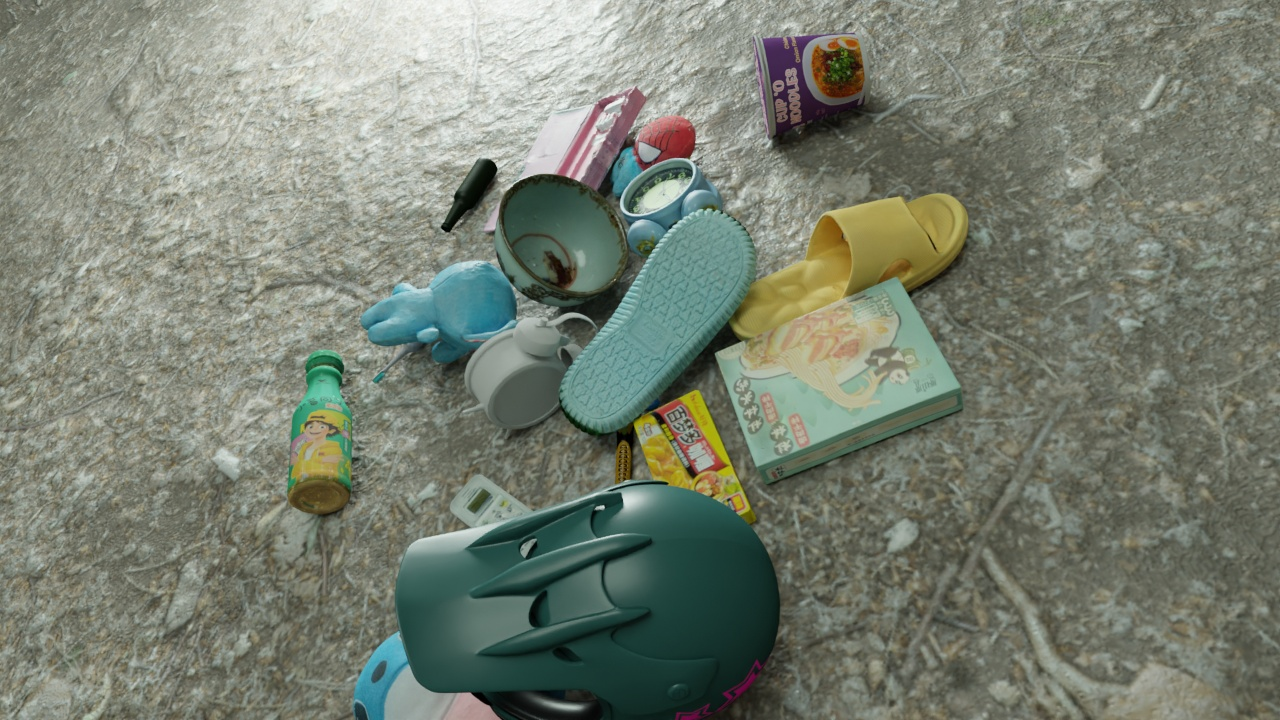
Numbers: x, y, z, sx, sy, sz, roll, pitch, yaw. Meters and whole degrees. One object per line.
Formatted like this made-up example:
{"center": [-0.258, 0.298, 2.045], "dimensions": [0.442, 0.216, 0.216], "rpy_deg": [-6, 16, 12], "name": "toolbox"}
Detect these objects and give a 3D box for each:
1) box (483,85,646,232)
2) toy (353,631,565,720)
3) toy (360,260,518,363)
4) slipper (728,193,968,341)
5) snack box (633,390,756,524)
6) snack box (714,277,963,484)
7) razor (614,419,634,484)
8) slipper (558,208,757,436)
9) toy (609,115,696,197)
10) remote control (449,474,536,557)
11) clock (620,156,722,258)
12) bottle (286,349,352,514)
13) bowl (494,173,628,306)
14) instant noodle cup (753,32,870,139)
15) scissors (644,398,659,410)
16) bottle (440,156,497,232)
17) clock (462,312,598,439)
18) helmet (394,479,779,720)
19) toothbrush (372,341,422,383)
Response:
{"center": [-0.099, -0.260, 1.224], "dimensions": [0.179, 0.040, 0.232], "rpy_deg": [-2, 54, 45], "name": "box"}
{"center": [-0.157, 0.287, 0.792], "dimensions": [0.192, 0.099, 0.223], "rpy_deg": [16, 60, 28], "name": "toy"}
{"center": [-0.229, -0.047, 1.075], "dimensions": [0.180, 0.115, 0.183], "rpy_deg": [-21, 40, -19], "name": "toy"}
{"center": [0.205, -0.100, 0.925], "dimensions": [0.263, 0.078, 0.099], "rpy_deg": [-28, 48, 7], "name": "slipper"}
{"center": [0.049, 0.103, 0.878], "dimensions": [0.075, 0.025, 0.152], "rpy_deg": [-26, 48, 6], "name": "snack box"}
{"center": [0.182, 0.018, 0.866], "dimensions": [0.194, 0.044, 0.141], "rpy_deg": [-22, 50, 8], "name": "snack box"}
{"center": [-0.017, 0.112, 0.906], "dimensions": [0.044, 0.021, 0.143], "rpy_deg": [0, 54, 4], "name": "razor"}
{"center": [0.022, -0.035, 0.957], "dimensions": [0.116, 0.069, 0.276], "rpy_deg": [36, 82, 22], "name": "slipper"}
{"center": [0.013, -0.258, 1.152], "dimensions": [0.133, 0.062, 0.092], "rpy_deg": [-33, 31, 19], "name": "toy"}
{"center": [-0.137, 0.163, 0.924], "dimensions": [0.133, 0.022, 0.050], "rpy_deg": [26, 70, 38], "name": "remote control"}
{"center": [0.036, -0.171, 1.060], "dimensions": [0.118, 0.060, 0.162], "rpy_deg": [-30, 37, 9], "name": "clock"}
{"center": [-0.373, 0.076, 1.074], "dimensions": [0.068, 0.068, 0.209], "rpy_deg": [-22, 49, 8], "name": "bottle"}
{"center": [-0.104, -0.125, 1.068], "dimensions": [0.094, 0.160, 0.159], "rpy_deg": [-42, 29, 52], "name": "bowl"}
{"center": [0.203, -0.334, 1.082], "dimensions": [0.122, 0.136, 0.122], "rpy_deg": [-9, 96, 7], "name": "instant noodle cup"}
{"center": [-0.006, 0.005, 0.988], "dimensions": [0.126, 0.013, 0.125], "rpy_deg": [-33, 49, -7], "name": "scissors"}
{"center": [-0.239, -0.227, 1.268], "dimensions": [0.033, 0.033, 0.122], "rpy_deg": [11, 61, 32], "name": "bottle"}
{"center": [-0.114, 0.007, 0.974], "dimensions": [0.159, 0.120, 0.061], "rpy_deg": [-41, 53, 6], "name": "clock"}
{"center": [-0.030, 0.187, 0.690], "dimensions": [0.274, 0.201, 0.176], "rpy_deg": [-9, 51, -8], "name": "helmet"}
{"center": [-0.265, -0.040, 1.145], "dimensions": [0.187, 0.018, 0.019], "rpy_deg": [-47, 48, -13], "name": "toothbrush"}
